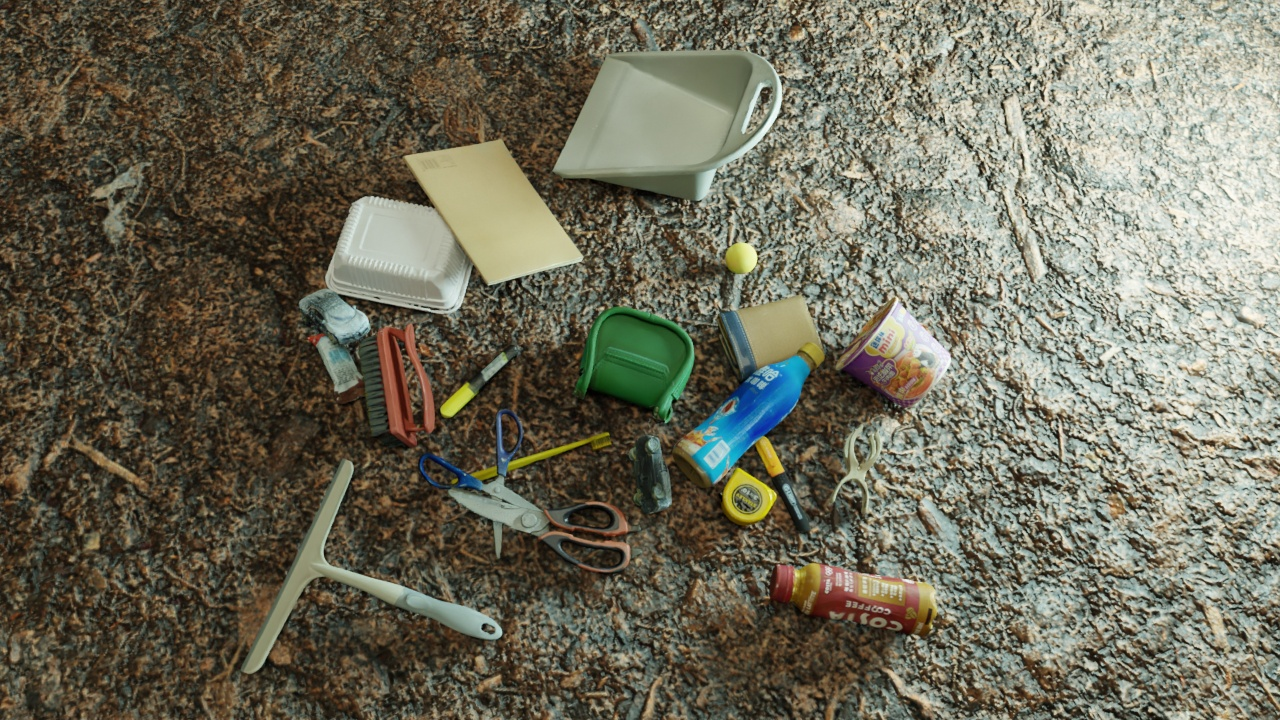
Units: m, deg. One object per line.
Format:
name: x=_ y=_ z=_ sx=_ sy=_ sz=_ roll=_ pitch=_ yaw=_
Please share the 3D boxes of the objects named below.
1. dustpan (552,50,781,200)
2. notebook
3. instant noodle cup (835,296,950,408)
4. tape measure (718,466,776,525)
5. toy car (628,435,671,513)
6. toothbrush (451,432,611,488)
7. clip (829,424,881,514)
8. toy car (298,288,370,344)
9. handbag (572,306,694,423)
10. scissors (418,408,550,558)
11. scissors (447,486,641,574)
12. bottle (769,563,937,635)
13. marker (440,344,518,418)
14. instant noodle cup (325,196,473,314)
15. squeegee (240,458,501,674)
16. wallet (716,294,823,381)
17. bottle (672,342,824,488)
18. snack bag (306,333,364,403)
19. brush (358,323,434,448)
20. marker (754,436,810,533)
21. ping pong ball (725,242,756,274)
dustpan: x=0.044 y=-0.328 z=1.197 sx=0.258 sy=0.143 sz=0.222 roll=20 pitch=67 yaw=3
notebook: x=-0.185 y=-0.192 z=1.159 sx=0.149 sy=0.012 sz=0.211 roll=-21 pitch=68 yaw=-39
instant noodle cup: x=0.308 y=-0.004 z=1.101 sx=0.099 sy=0.112 sz=0.111 roll=39 pitch=70 yaw=5
tape measure: x=0.121 y=0.161 z=1.057 sx=0.060 sy=0.029 sz=0.057 roll=32 pitch=68 yaw=9
toy car: x=0.013 y=0.131 z=1.057 sx=0.034 sy=0.043 sz=0.090 roll=3 pitch=67 yaw=-32
toothbrush: x=-0.125 y=0.118 z=1.066 sx=0.190 sy=0.016 sz=0.016 roll=-16 pitch=76 yaw=-10
clip: x=0.256 y=0.127 z=1.079 sx=0.076 sy=0.035 sz=0.100 roll=19 pitch=72 yaw=3
toy car: x=-0.366 y=-0.055 z=1.095 sx=0.105 sy=0.031 sz=0.048 roll=32 pitch=52 yaw=32
handbag: x=-0.006 y=0.006 z=1.092 sx=0.131 sy=0.068 sz=0.120 roll=17 pitch=68 yaw=3
scissors: x=-0.169 y=0.135 z=1.042 sx=0.176 sy=0.012 sz=0.162 roll=20 pitch=77 yaw=-4
scissors: x=-0.107 y=0.169 z=1.031 sx=0.176 sy=0.015 sz=0.210 roll=-36 pitch=82 yaw=-17
bottle: x=0.231 y=0.259 z=1.008 sx=0.175 sy=0.057 sz=0.057 roll=10 pitch=67 yaw=0
marker: x=-0.192 y=0.024 z=1.102 sx=0.018 sy=0.015 sz=0.124 roll=40 pitch=67 yaw=11
instant noodle cup: x=-0.297 y=-0.140 z=1.139 sx=0.173 sy=0.060 sz=0.137 roll=10 pitch=67 yaw=2
squeegee: x=-0.266 y=0.253 z=0.987 sx=0.246 sy=0.039 sz=0.246 roll=19 pitch=68 yaw=4
wallet: x=0.160 y=-0.030 z=1.139 sx=0.115 sy=0.033 sz=0.090 roll=-16 pitch=72 yaw=-11
bottle: x=0.133 y=0.057 z=1.079 sx=0.218 sy=0.065 sz=0.065 roll=-42 pitch=76 yaw=-17
snack bag: x=-0.358 y=0.002 z=1.092 sx=0.045 sy=0.026 sz=0.105 roll=-23 pitch=71 yaw=-25
brush: x=-0.282 y=0.025 z=1.069 sx=0.069 sy=0.063 sz=0.145 roll=-17 pitch=67 yaw=2
marker: x=0.167 y=0.145 z=1.075 sx=0.018 sy=0.015 sz=0.123 roll=-22 pitch=72 yaw=-8
ping pong ball: x=0.128 y=-0.130 z=1.173 sx=0.040 sy=0.040 sz=0.040 roll=1 pitch=67 yaw=-3
